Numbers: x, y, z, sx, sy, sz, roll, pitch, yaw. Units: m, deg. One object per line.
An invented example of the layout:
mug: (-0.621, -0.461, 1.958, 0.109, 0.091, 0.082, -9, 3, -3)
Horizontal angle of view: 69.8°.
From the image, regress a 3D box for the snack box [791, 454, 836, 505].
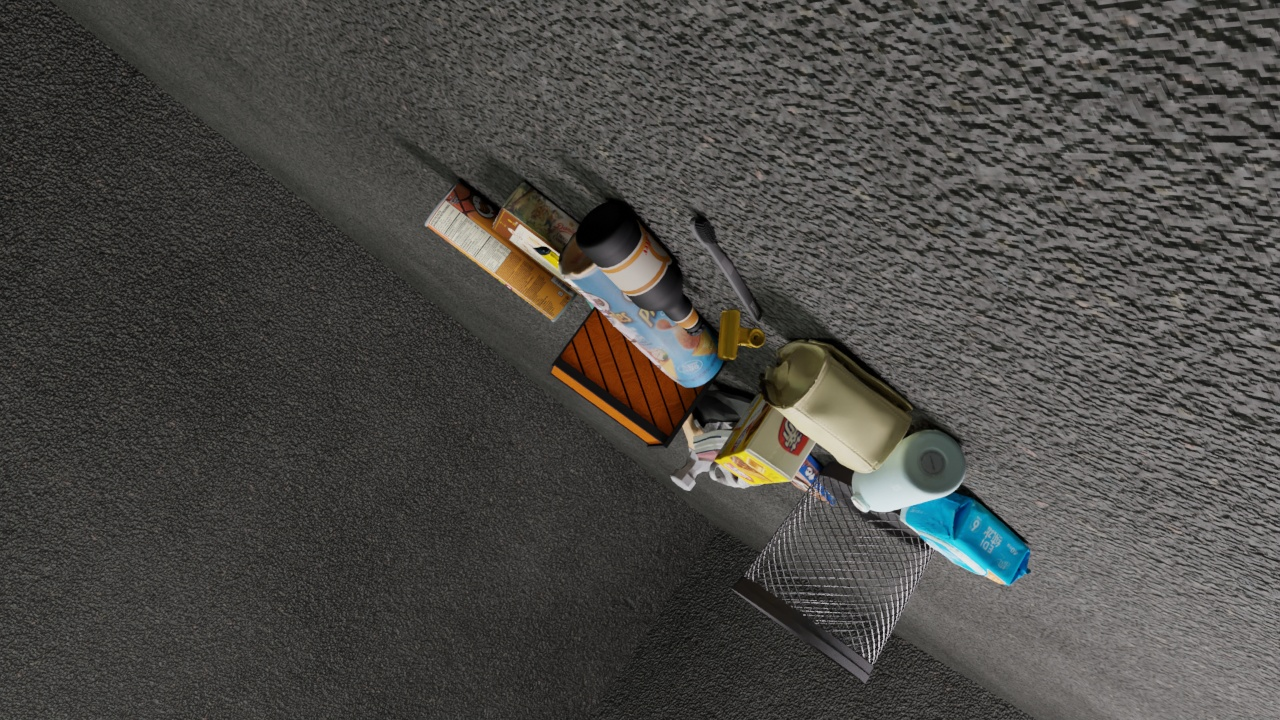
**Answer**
snack box: (0.238, 0.159, 1.399, 0.151, 0.034, 0.087, 44, 168, -36)

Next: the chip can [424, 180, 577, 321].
chip can: (-0.181, -0.146, 1.242, 0.215, 0.075, 0.075, 37, 171, -12)

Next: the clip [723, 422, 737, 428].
clip: (0.150, 0.110, 1.450, 0.058, 0.050, 0.102, 44, 180, 40)

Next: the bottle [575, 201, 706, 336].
bottle: (0.011, -0.082, 0.928, 0.059, 0.059, 0.181, 25, 166, 49)

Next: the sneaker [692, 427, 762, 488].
sneaker: (0.144, 0.140, 1.323, 0.118, 0.088, 0.241, -5, 173, -20)

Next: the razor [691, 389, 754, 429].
razor: (0.129, 0.068, 1.289, 0.157, 0.060, 0.057, -8, 128, 48)

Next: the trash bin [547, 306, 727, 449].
trash bin: (-0.007, 0.007, 1.183, 0.172, 0.139, 0.140, 36, 171, -3)

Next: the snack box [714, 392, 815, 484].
snack box: (0.156, 0.087, 1.095, 0.061, 0.110, 0.230, 34, 171, 2)

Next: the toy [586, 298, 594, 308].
toy: (-0.039, -0.052, 1.348, 0.085, 0.033, 0.105, 44, 175, 23)

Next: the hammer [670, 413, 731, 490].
hammer: (0.064, 0.073, 1.398, 0.039, 0.131, 0.328, 29, 159, 34)

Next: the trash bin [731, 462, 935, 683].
trash bin: (0.282, 0.291, 1.294, 0.218, 0.227, 0.218, 35, 171, 6)

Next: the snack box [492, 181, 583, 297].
snack box: (-0.103, -0.141, 1.095, 0.147, 0.041, 0.143, 37, 171, -10)

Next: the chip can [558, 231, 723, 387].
chip can: (0.004, -0.057, 1.029, 0.080, 0.079, 0.229, 24, 165, 51)

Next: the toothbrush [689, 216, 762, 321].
toothbrush: (0.081, -0.080, 0.835, 0.013, 0.012, 0.167, 19, 163, 34)

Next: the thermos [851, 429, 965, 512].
thermos: (0.273, 0.121, 0.960, 0.065, 0.078, 0.207, 46, 170, 9)

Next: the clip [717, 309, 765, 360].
clip: (0.102, -0.025, 0.953, 0.045, 0.054, 0.049, 1, 174, 40)

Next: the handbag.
handbag: (0.181, 0.039, 0.885, 0.119, 0.081, 0.111, 37, 178, -17)

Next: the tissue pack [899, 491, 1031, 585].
tissue pack: (0.365, 0.197, 1.045, 0.144, 0.061, 0.093, 40, 171, -21)

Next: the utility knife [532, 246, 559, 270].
utility knife: (-0.054, -0.079, 1.053, 0.179, 0.017, 0.030, 41, 171, -32)
